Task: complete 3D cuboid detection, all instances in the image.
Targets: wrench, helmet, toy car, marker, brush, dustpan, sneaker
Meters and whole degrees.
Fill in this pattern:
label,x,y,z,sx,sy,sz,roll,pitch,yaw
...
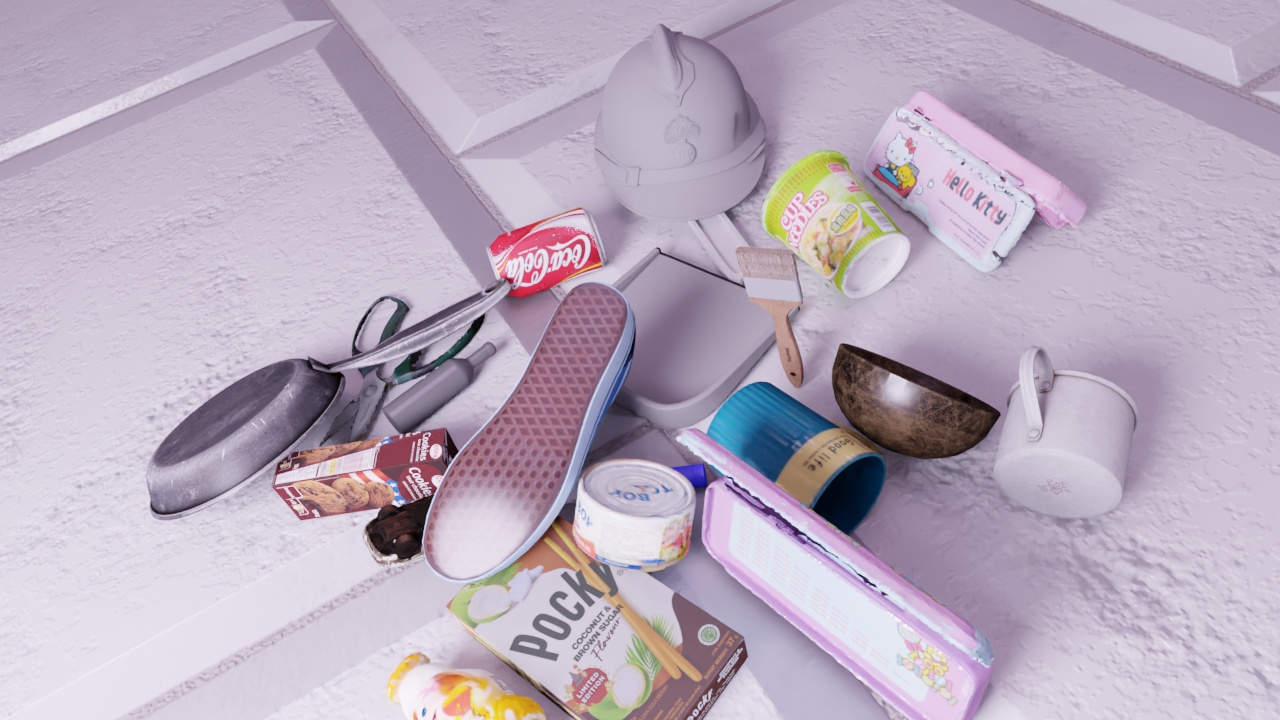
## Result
label,x,y,z,sx,sy,sz,roll,pitch,yaw
wrench,0.072,-0.153,0.922,0.086,0.018,0.273,-22,48,-8
helmet,0.033,-0.271,0.942,0.183,0.118,0.270,-10,49,3
toy car,-0.156,0.127,0.711,0.112,0.041,0.048,-18,43,-27
marker,-0.020,0.098,0.712,0.141,0.020,0.020,-8,47,9
brush,0.110,-0.029,0.709,0.045,0.143,0.008,7,49,32
dustpan,-0.005,0.005,0.782,0.163,0.033,0.257,27,64,33
sneaker,-0.070,0.061,0.690,0.083,0.098,0.241,27,79,14

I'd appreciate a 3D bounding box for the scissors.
label,x,y,z,sx,sy,sz,roll,pitch,yaw
scissors,-0.216,0.008,0.851,0.147,0.015,0.209,-3,47,10

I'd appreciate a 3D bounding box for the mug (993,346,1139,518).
label,x,y,z,sx,sy,sz,roll,pitch,yaw
mug,0.279,0.048,0.619,0.084,0.113,0.070,-12,40,46

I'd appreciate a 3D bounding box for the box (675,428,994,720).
label,x,y,z,sx,sy,sz,roll,pitch,yaw
box,0.114,0.128,0.561,0.048,0.150,0.214,-42,52,-18

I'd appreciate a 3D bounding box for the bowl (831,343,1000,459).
label,x,y,z,sx,sy,sz,roll,pitch,yaw
bowl,0.190,0.037,0.666,0.121,0.121,0.056,30,102,34

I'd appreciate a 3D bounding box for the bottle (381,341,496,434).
label,x,y,z,sx,sy,sz,roll,pitch,yaw
bottle,-0.175,0.020,0.817,0.112,0.030,0.030,-40,51,-21

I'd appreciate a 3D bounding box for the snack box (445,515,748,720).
label,x,y,z,sx,sy,sz,roll,pitch,yaw
snack box,-0.033,0.185,0.626,0.186,0.032,0.100,26,59,33

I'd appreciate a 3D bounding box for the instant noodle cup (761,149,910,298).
label,x,y,z,sx,sy,sz,roll,pitch,yaw
instant noodle cup,0.176,-0.116,0.812,0.099,0.099,0.108,-27,55,-10

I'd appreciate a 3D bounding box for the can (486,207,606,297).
label,x,y,z,sx,sy,sz,roll,pitch,yaw
can,-0.090,-0.103,0.884,0.104,0.064,0.064,-20,46,-4

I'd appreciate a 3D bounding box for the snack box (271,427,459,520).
label,x,y,z,sx,sy,sz,roll,pitch,yaw
snack box,-0.219,0.093,0.746,0.141,0.051,0.031,-9,47,6

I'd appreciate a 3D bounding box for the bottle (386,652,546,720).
label,x,y,z,sx,sy,sz,roll,pitch,yaw
bottle,-0.113,0.228,0.587,0.109,0.063,0.063,21,56,29

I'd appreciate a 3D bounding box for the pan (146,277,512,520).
label,x,y,z,sx,sy,sz,roll,pitch,yaw
pan,-0.270,0.015,0.800,0.356,0.055,0.187,-37,27,-14

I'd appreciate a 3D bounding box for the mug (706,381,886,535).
label,x,y,z,sx,sy,sz,roll,pitch,yaw
mug,0.120,0.072,0.668,0.113,0.083,0.107,-13,35,-38

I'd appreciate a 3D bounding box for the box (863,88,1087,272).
label,x,y,z,sx,sy,sz,roll,pitch,yaw
box,0.299,-0.162,0.853,0.103,0.087,0.201,-52,44,20

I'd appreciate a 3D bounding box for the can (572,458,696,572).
label,x,y,z,sx,sy,sz,roll,pitch,yaw
can,-0.004,0.108,0.656,0.086,0.043,0.086,7,23,-3
